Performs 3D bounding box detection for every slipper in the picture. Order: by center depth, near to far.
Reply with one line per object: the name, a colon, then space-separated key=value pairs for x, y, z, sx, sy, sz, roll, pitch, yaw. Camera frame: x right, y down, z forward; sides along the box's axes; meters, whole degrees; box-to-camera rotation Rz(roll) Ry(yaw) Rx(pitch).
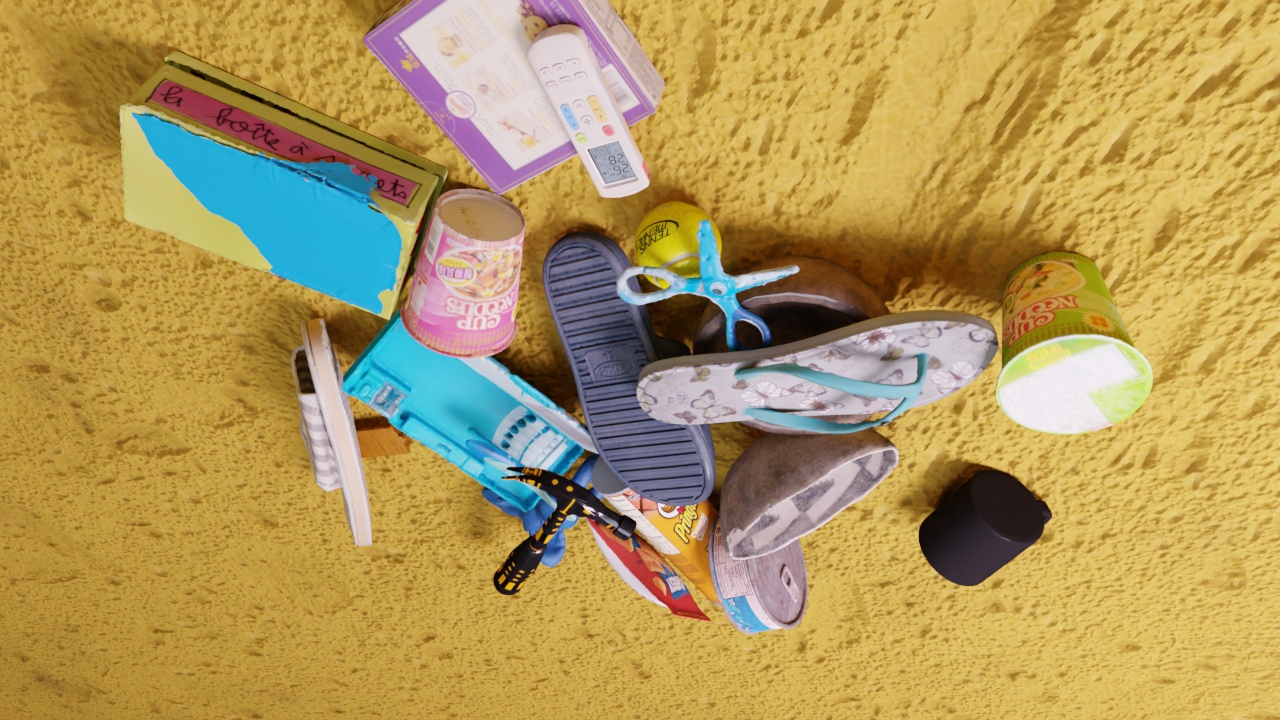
slipper: x=0.127 y=0.026 z=0.683 sx=0.269 sy=0.054 sz=0.098 roll=-10 pitch=140 yaw=19
slipper: x=-0.005 y=0.005 z=0.795 sx=0.101 sy=0.082 sz=0.264 roll=-13 pitch=112 yaw=25
slipper: x=-0.305 y=0.082 z=0.909 sx=0.054 sy=0.114 sz=0.273 roll=-15 pitch=130 yaw=-19

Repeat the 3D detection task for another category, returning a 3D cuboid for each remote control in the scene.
remote control: x=-0.032 y=-0.160 z=0.603 sx=0.038 sy=0.018 sz=0.126 roll=-10 pitch=134 yaw=23

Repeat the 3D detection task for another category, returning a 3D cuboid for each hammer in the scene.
hammer: x=-0.106 y=0.183 z=0.923 sx=0.123 sy=0.036 sz=0.322 roll=30 pitch=147 yaw=-4

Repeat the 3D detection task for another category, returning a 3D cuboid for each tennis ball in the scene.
tennis ball: x=0.028 y=-0.085 z=0.692 sx=0.065 sy=0.065 sz=0.065 roll=7 pitch=137 yaw=7

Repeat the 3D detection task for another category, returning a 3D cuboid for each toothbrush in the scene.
toothbrush: x=-0.110 y=0.110 z=0.862 sx=0.135 sy=0.017 sz=0.022 roll=40 pitch=130 yaw=-23

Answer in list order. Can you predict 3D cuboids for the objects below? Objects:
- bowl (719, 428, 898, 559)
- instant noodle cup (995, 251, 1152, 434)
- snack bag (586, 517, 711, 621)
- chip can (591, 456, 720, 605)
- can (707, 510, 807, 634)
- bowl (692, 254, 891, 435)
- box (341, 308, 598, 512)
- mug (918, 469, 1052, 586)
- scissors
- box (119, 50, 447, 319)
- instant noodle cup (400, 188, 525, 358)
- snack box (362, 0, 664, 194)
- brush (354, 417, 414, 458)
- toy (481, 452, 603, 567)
bowl: x=0.138 y=0.102 z=0.830 sx=0.178 sy=0.081 sz=0.179 roll=-23 pitch=155 yaw=-12
instant noodle cup: x=0.303 y=-0.019 z=0.662 sx=0.099 sy=0.107 sz=0.099 roll=7 pitch=137 yaw=6
snack bag: x=0.005 y=0.215 z=0.948 sx=0.039 sy=0.144 sz=0.131 roll=-46 pitch=153 yaw=1
chip can: x=0.042 y=0.167 z=0.947 sx=0.075 sy=0.075 sz=0.215 roll=-19 pitch=128 yaw=30
can: x=0.121 y=0.208 z=0.930 sx=0.044 sy=0.129 sz=0.130 roll=-19 pitch=128 yaw=30
bowl: x=0.125 y=-0.017 z=0.735 sx=0.162 sy=0.070 sz=0.162 roll=7 pitch=137 yaw=7
box: x=-0.141 y=0.038 z=0.859 sx=0.227 sy=0.085 sz=0.170 roll=39 pitch=130 yaw=-25
mug: x=0.336 y=0.157 z=0.872 sx=0.113 sy=0.078 sz=0.088 roll=-1 pitch=143 yaw=-24
scissors: x=0.053 y=-0.046 z=0.664 sx=0.134 sy=0.011 sz=0.140 roll=-12 pitch=131 yaw=23
box: x=-0.275 y=-0.130 z=0.715 sx=0.221 sy=0.082 sz=0.125 roll=19 pitch=137 yaw=-10
instant noodle cup: x=-0.136 y=-0.073 z=0.733 sx=0.097 sy=0.097 sz=0.109 roll=18 pitch=130 yaw=-5
snack box: x=-0.084 y=-0.200 z=0.617 sx=0.148 sy=0.040 sz=0.143 roll=-20 pitch=128 yaw=31
brush: x=-0.269 y=0.081 z=0.977 sx=0.127 sy=0.017 sz=0.048 roll=-7 pitch=133 yaw=21
toy: x=-0.091 y=0.160 z=0.982 sx=0.177 sy=0.070 sz=0.113 roll=-30 pitch=111 yaw=37
